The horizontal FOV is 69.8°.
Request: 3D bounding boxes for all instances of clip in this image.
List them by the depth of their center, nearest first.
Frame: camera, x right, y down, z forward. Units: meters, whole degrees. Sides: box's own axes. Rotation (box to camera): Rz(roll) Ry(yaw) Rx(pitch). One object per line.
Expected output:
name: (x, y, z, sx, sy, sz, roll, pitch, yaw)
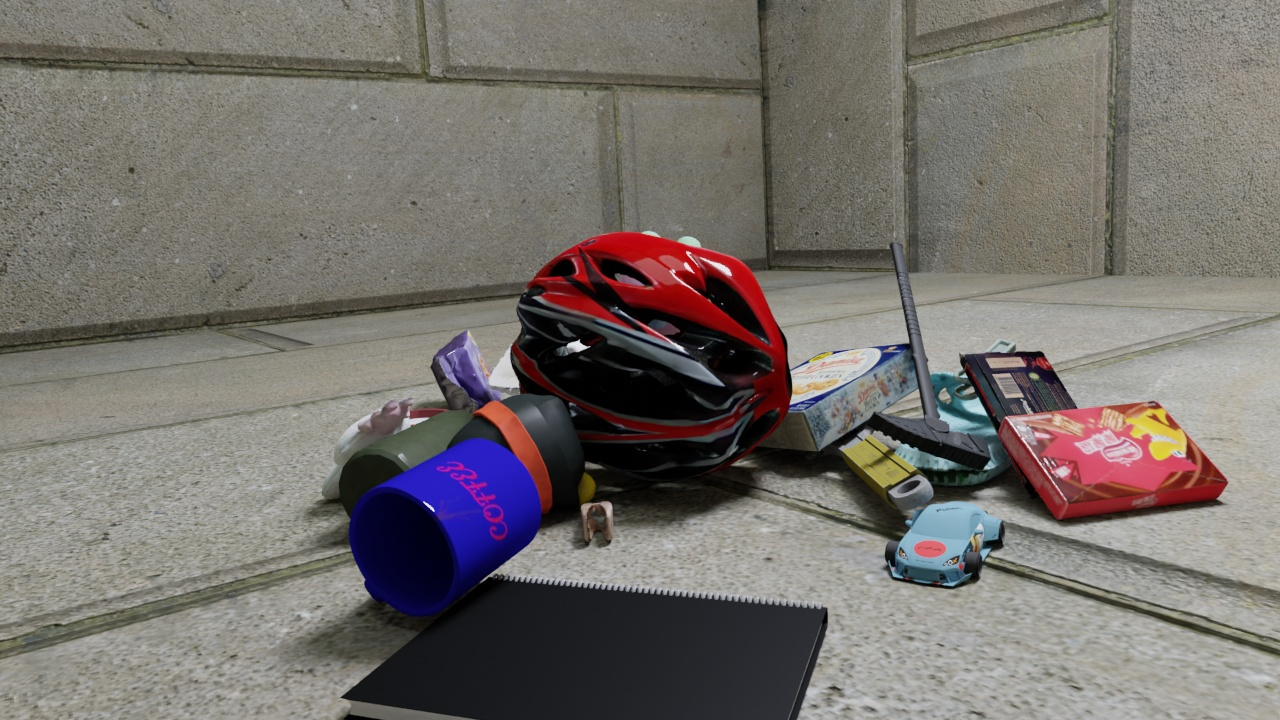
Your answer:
clip: (-0.034, 0.116, 0.673, 0.047, 0.025, 0.062, 0, 7, 26)
clip: (0.303, 0.010, 0.809, 0.076, 0.047, 0.023, -28, 28, -29)

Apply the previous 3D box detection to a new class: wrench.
wrench: (0.189, 0.077, 0.754, 0.083, 0.018, 0.273, -29, 6, 2)

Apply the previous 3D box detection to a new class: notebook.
notebook: (-0.020, 0.151, 0.466, 0.207, 0.016, 0.148, 0, 10, 20)

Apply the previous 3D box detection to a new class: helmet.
helmet: (-0.005, 0.005, 0.791, 0.272, 0.218, 0.166, 10, 38, 33)

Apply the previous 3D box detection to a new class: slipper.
slipper: (0.308, 0.050, 0.830, 0.116, 0.069, 0.275, 7, 14, 37)

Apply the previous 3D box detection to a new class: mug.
mug: (-0.125, 0.108, 0.560, 0.111, 0.079, 0.083, -46, -9, 30)

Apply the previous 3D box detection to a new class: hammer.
hammer: (0.240, -0.028, 0.827, 0.095, 0.015, 0.324, 18, 36, -4)

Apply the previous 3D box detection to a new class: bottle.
bottle: (-0.170, 0.083, 0.780, 0.071, 0.071, 0.206, -1, 9, 16)

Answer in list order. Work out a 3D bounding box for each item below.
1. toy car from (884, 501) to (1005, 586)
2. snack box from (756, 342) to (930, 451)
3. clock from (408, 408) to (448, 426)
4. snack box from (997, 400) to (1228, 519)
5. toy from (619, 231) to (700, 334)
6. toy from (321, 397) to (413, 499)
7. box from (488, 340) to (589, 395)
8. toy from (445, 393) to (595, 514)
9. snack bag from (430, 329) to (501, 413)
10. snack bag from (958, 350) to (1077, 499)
toy car: (0.196, 0.112, 0.592, 0.060, 0.027, 0.107, 2, 10, 32)
snack box: (0.171, 0.034, 0.870, 0.144, 0.042, 0.145, -28, 9, -24)
clock: (-0.213, 0.078, 0.904, 0.096, 0.048, 0.137, 4, 13, 41)
snack box: (0.348, 0.072, 0.682, 0.133, 0.021, 0.089, -5, 42, -11)
toy: (0.016, -0.025, 0.925, 0.120, 0.171, 0.222, 8, -18, 4)
toy: (-0.229, 0.070, 0.785, 0.075, 0.126, 0.037, -22, 62, -46)
box: (-0.115, 0.025, 1.041, 0.110, 0.103, 0.130, 2, 12, 27)
toy: (-0.103, 0.080, 0.709, 0.119, 0.100, 0.097, -27, 53, -26)
snack bag: (-0.215, 0.024, 1.123, 0.058, 0.096, 0.205, -27, 10, -4)
snack bag: (0.319, 0.047, 0.737, 0.074, 0.018, 0.155, -2, 44, -6)
